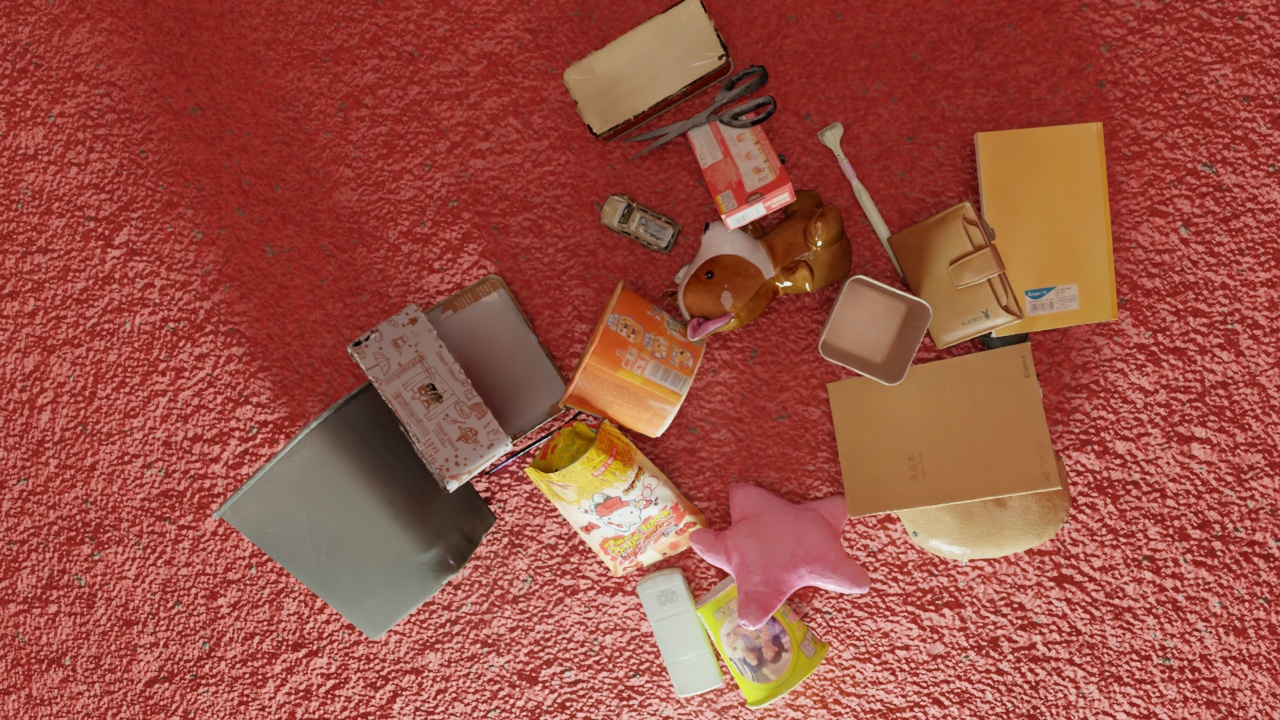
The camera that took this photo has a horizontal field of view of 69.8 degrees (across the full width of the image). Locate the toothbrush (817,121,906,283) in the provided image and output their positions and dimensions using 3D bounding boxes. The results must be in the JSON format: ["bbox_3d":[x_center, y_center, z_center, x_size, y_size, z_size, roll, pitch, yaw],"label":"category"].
[{"bbox_3d":[0.245,-0.166,0.980,0.029,0.020,0.189,-27,94,40],"label":"toothbrush"}]

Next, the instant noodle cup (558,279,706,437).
[{"bbox_3d":[-0.006,0.006,0.977,0.111,0.151,0.151,26,100,-4],"label":"instant noodle cup"}]

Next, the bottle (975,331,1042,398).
[{"bbox_3d":[0.376,-0.047,0.963,0.080,0.044,0.195,-19,95,3],"label":"bottle"}]

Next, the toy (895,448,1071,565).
[{"bbox_3d":[0.337,0.147,0.978,0.226,0.082,0.143,-12,81,12],"label":"toy"}]

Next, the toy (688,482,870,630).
[{"bbox_3d":[0.152,0.191,0.988,0.194,0.178,0.075,-15,138,-20],"label":"toy"}]

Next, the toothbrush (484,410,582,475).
[{"bbox_3d":[-0.103,0.087,1.062,0.189,0.014,0.017,-32,104,11],"label":"toothbrush"}]

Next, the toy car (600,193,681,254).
[{"bbox_3d":[-0.002,-0.152,1.008,0.090,0.035,0.042,27,98,6],"label":"toy car"}]

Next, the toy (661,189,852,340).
[{"bbox_3d":[0.117,-0.099,0.950,0.200,0.140,0.130,-32,110,6],"label":"toy"}]

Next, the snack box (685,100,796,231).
[{"bbox_3d":[0.100,-0.202,0.942,0.075,0.025,0.152,-25,48,10],"label":"snack box"}]

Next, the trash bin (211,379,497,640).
[{"bbox_3d":[-0.297,0.160,1.012,0.199,0.198,0.220,-40,98,19],"label":"trash bin"}]

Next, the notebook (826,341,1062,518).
[{"bbox_3d":[0.309,0.075,0.953,0.212,0.012,0.149,-13,74,24],"label":"notebook"}]

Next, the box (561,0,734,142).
[{"bbox_3d":[0.006,-0.307,0.963,0.168,0.077,0.091,-27,93,12],"label":"box"}]

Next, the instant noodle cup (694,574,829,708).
[{"bbox_3d":[0.127,0.297,1.013,0.112,0.111,0.123,-38,83,10],"label":"instant noodle cup"}]

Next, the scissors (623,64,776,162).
[{"bbox_3d":[0.067,-0.257,0.973,0.165,0.014,0.163,28,73,41],"label":"scissors"}]

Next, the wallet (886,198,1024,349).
[{"bbox_3d":[0.318,-0.085,0.928,0.108,0.031,0.132,-25,89,52],"label":"wallet"}]

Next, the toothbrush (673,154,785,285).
[{"bbox_3d":[0.097,-0.153,1.004,0.015,0.018,0.181,41,99,4],"label":"toothbrush"}]

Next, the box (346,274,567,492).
[{"bbox_3d":[-0.174,0.015,0.950,0.204,0.158,0.181,-33,92,-21],"label":"box"}]

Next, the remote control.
[{"bbox_3d":[0.045,0.314,1.064,0.058,0.021,0.150,-19,94,10],"label":"remote control"}]

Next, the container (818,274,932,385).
[{"bbox_3d":[0.236,-0.036,0.949,0.090,0.110,0.090,23,99,4],"label":"container"}]

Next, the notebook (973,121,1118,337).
[{"bbox_3d":[0.416,-0.135,0.937,0.145,0.010,0.206,-8,94,-11],"label":"notebook"}]

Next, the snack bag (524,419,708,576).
[{"bbox_3d":[-0.025,0.155,1.004,0.129,0.073,0.208,-32,122,10],"label":"snack bag"}]
